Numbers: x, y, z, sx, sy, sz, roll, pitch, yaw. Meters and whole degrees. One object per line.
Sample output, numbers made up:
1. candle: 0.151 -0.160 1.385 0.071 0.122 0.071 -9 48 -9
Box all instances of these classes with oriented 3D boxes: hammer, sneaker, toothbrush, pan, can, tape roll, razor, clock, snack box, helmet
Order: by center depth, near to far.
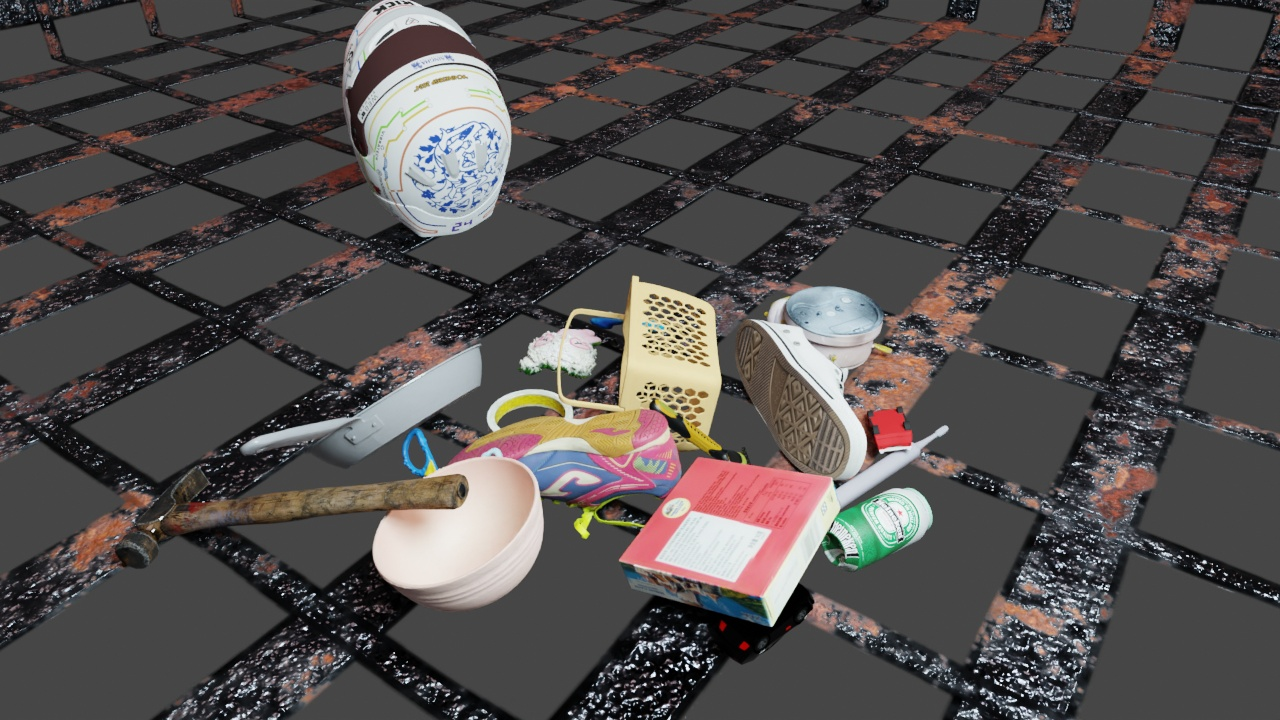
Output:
1. snack box: 0.079 0.151 0.800 0.145 0.040 0.142 5 39 37
2. hammer: -0.308 0.126 0.834 0.331 0.033 0.119 -8 32 16
3. can: 0.216 0.155 0.845 0.101 0.053 0.053 -19 38 -25
4. pan: -0.252 0.057 0.847 0.201 0.051 0.356 -32 3 11
5. sneaker: -0.078 0.114 0.896 0.242 0.091 0.116 -8 24 23
6. razor: 0.062 0.078 0.917 0.144 0.021 0.044 36 22 -28
7. toothbrush: 0.261 0.106 0.948 0.187 0.019 0.018 -25 55 -32
8. sneaker: 0.191 0.038 1.001 0.097 0.091 0.245 2 29 -21
9. tape roll: -0.121 0.066 1.006 0.094 0.019 0.093 0 34 0
10. clock: 0.224 -0.047 1.140 0.116 0.059 0.158 -18 38 -27
11. helmet: -0.305 -0.341 1.350 0.230 0.315 0.236 -23 52 -25

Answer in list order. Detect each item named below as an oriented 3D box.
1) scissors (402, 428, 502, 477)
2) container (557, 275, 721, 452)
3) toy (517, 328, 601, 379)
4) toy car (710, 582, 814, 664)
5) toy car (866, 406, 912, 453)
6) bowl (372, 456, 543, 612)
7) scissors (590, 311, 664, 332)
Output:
1. scissors: -0.184 0.117 0.877 0.130 0.125 0.013 -29 -13 14
2. container: -0.006 0.006 0.996 0.167 0.129 0.183 8 34 -5
3. toy: -0.091 -0.016 1.112 0.096 0.041 0.108 6 29 11
4. toy car: 0.104 0.218 0.765 0.091 0.036 0.042 -27 40 -27
5. toy car: 0.266 0.071 0.981 0.038 0.025 0.089 -8 12 10
6. bowl: -0.148 0.162 0.800 0.153 0.076 0.152 -14 34 9
7. scissors: -0.023 -0.047 1.130 0.119 0.014 0.129 2 -4 20
